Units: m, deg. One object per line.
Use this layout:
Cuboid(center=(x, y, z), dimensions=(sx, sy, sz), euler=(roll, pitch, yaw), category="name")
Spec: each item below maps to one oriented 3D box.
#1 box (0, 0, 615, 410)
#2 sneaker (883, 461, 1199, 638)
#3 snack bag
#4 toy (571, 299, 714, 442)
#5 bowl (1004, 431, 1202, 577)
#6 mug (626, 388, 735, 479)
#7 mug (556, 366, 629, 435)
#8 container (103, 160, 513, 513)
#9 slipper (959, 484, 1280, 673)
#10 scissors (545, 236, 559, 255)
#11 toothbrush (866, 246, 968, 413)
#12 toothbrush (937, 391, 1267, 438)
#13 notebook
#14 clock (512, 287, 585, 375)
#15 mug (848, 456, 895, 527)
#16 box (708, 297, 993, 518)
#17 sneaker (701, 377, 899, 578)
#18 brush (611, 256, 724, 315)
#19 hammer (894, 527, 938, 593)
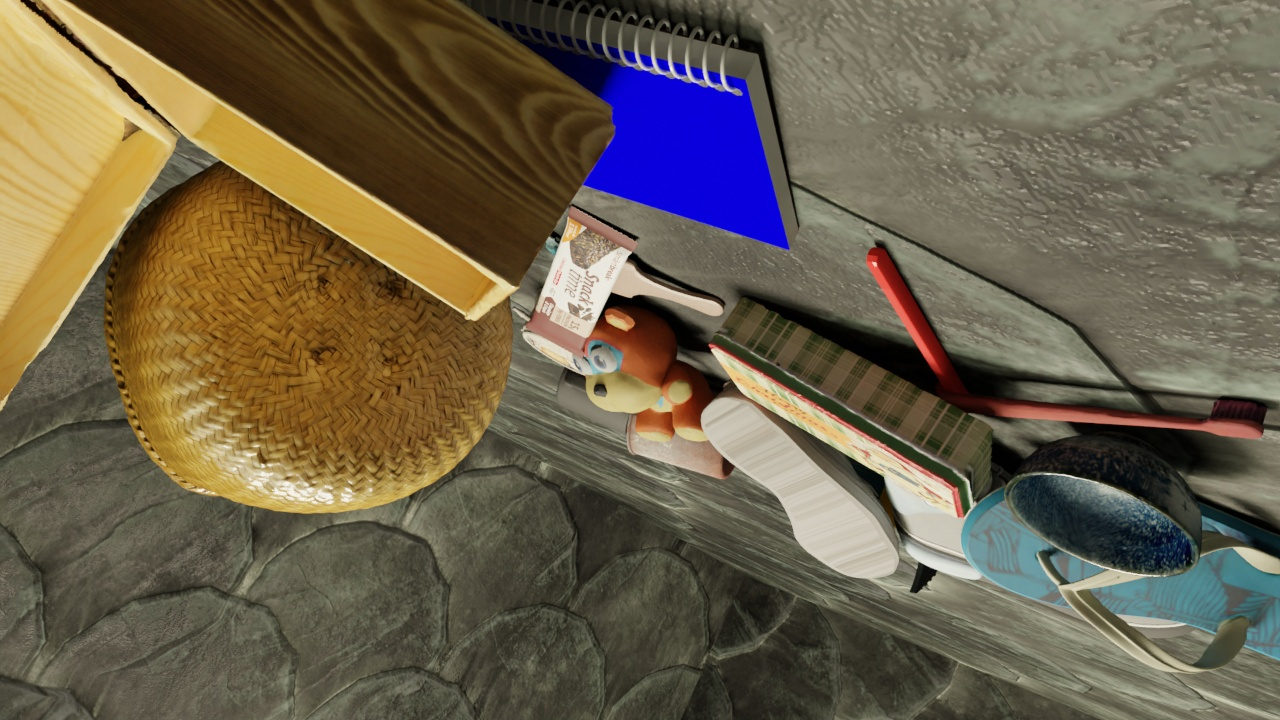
Cuboid(center=(-0.239, -0.046, 0.482), dimensions=(0.286, 0.336, 0.279), euler=(35, 174, -11), category="box")
Cuboid(center=(0.308, 0.122, 0.719), dimensions=(0.257, 0.093, 0.160), euler=(14, 154, 40), category="sneaker")
Cuboid(center=(-0.050, -0.056, 0.720), dimensions=(0.057, 0.013, 0.158), euler=(29, 143, -2), category="snack bag")
Cuboid(center=(-0.005, 0.004, 0.825), dimensions=(0.112, 0.096, 0.176), euler=(-9, 117, 55), category="toy")
Cuboid(center=(0.301, 0.083, 0.586), dimensions=(0.114, 0.060, 0.114), euler=(29, 157, 13), category="bowl")
Cuboid(center=(0.047, 0.062, 0.940), dimensions=(0.110, 0.096, 0.123), euler=(10, 162, 18), category="mug")
Cuboid(center=(-0.042, 0.029, 1.007), dimensions=(0.088, 0.078, 0.113), euler=(24, -178, 12), category="mug")
Cuboid(center=(-0.261, -0.029, 0.749), dimensions=(0.307, 0.306, 0.197), euler=(33, 158, -28), category="container")
Cuboid(center=(0.375, 0.155, 0.630), dimensions=(0.295, 0.118, 0.060), euler=(16, -157, 15), category="slipper")
Cuboid(center=(-0.065, -0.092, 0.738), dimensions=(0.076, 0.015, 0.141), euler=(17, 170, 41), category="scissors")
Cuboid(center=(0.175, -0.013, 0.578), dimensions=(0.018, 0.012, 0.212), euler=(16, 164, 39), category="toothbrush")
Cuboid(center=(0.260, 0.028, 0.541), dimensions=(0.016, 0.016, 0.190), euler=(34, 162, -32), category="toothbrush")
Cuboid(center=(-0.025, -0.132, 0.485), dimensions=(0.209, 0.022, 0.171), euler=(21, 168, 22), category="notebook")
Cuboid(center=(-0.051, -0.012, 0.920), dimensions=(0.157, 0.061, 0.103), euler=(27, 168, 5), category="clock")
Cuboid(center=(0.197, 0.110, 0.898), dimensions=(0.121, 0.078, 0.078), euler=(22, 168, 37), category="mug")
Cuboid(center=(0.151, 0.036, 0.664), dimensions=(0.205, 0.051, 0.117), euler=(33, 171, 27), category="box")
Cuboid(center=(0.156, 0.092, 0.820), dimensions=(0.236, 0.089, 0.100), euler=(47, 136, -15), category="sneaker")
Cuboid(center=(0.002, -0.064, 0.716), dimensions=(0.136, 0.015, 0.050), euler=(19, 153, 6), category="brush")
Cuboid(center=(0.193, 0.130, 0.996), dimensions=(0.325, 0.095, 0.015), euler=(33, 168, 0), category="hammer")
